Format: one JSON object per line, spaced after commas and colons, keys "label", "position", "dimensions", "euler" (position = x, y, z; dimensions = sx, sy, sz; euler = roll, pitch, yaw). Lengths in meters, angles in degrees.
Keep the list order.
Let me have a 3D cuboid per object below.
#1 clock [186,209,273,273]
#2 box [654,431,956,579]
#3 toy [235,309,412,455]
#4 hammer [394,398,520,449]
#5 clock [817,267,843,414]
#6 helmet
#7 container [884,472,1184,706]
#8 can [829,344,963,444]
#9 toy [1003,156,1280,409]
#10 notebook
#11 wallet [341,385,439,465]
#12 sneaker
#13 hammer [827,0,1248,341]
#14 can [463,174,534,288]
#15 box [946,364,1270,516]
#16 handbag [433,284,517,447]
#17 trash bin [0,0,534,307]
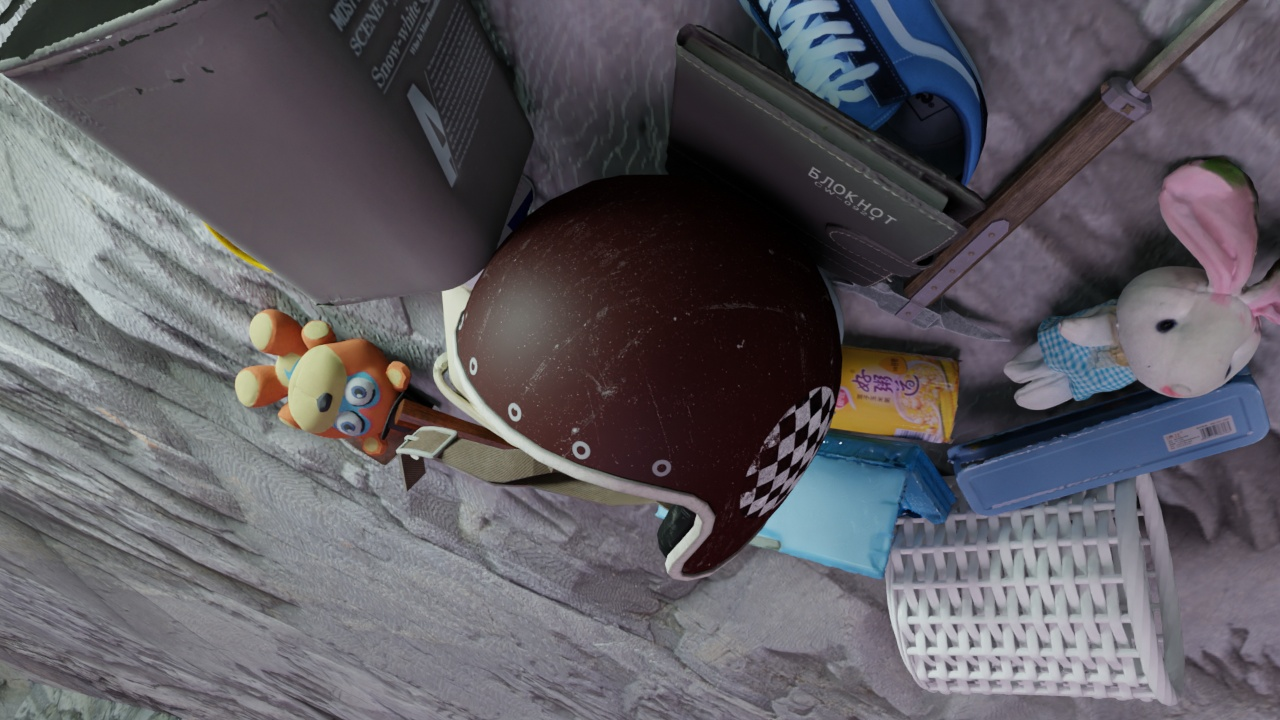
{"label": "clock", "position": [-0.283, -0.112, 0.732], "dimensions": [0.152, 0.051, 0.114], "euler": [28, 142, -9]}
{"label": "box", "position": [0.126, 0.119, 0.768], "dimensions": [0.232, 0.110, 0.094], "euler": [7, 151, 43]}
{"label": "toy", "position": [-0.291, 0.022, 0.871], "dimensions": [0.176, 0.096, 0.112], "euler": [18, 106, -8]}
{"label": "hammer", "position": [-0.084, 0.094, 0.869], "dimensions": [0.300, 0.028, 0.111], "euler": [20, 175, -17]}
{"label": "clock", "position": [0.089, -0.016, 0.672], "dimensions": [0.123, 0.045, 0.159], "euler": [-1, 120, 41]}
{"label": "helmet", "position": [-0.005, 0.012, 0.564], "dimensions": [0.233, 0.233, 0.254], "euler": [42, 144, 36]}
{"label": "container", "position": [0.325, 0.181, 0.759], "dimensions": [0.187, 0.188, 0.189], "euler": [-12, 135, 34]}
{"label": "can", "position": [0.191, 0.025, 0.711], "dimensions": [0.105, 0.067, 0.068], "euler": [8, 142, 12]}
{"label": "toy", "position": [0.315, -0.016, 0.583], "dimensions": [0.131, 0.105, 0.206], "euler": [31, 139, -14]}
{"label": "notebook", "position": [0.088, -0.098, 0.515], "dimensions": [0.169, 0.029, 0.209], "euler": [32, 180, 3]}
{"label": "wallet", "position": [-0.267, 0.064, 0.961], "dimensions": [0.072, 0.019, 0.123], "euler": [39, 134, -15]}
{"label": "sneaker", "position": [0.102, -0.171, 0.467], "dimensions": [0.241, 0.098, 0.084], "euler": [38, 136, -25]}
{"label": "hammer", "position": [0.250, -0.114, 0.543], "dimensions": [0.147, 0.028, 0.318], "euler": [24, 143, -9]}
{"label": "can", "position": [-0.102, -0.092, 0.649], "dimensions": [0.032, 0.095, 0.032], "euler": [9, 142, 7]}
{"label": "box", "position": [0.333, 0.047, 0.676], "dimensions": [0.210, 0.063, 0.069], "euler": [-23, 124, 23]}
{"label": "handbag", "position": [-0.101, 0.008, 0.740], "dimensions": [0.184, 0.131, 0.230], "euler": [18, 144, 6]}
{"label": "trash bin", "position": [-0.188, -0.160, 0.529], "dimensions": [0.198, 0.196, 0.220], "euler": [-5, 144, 25]}
